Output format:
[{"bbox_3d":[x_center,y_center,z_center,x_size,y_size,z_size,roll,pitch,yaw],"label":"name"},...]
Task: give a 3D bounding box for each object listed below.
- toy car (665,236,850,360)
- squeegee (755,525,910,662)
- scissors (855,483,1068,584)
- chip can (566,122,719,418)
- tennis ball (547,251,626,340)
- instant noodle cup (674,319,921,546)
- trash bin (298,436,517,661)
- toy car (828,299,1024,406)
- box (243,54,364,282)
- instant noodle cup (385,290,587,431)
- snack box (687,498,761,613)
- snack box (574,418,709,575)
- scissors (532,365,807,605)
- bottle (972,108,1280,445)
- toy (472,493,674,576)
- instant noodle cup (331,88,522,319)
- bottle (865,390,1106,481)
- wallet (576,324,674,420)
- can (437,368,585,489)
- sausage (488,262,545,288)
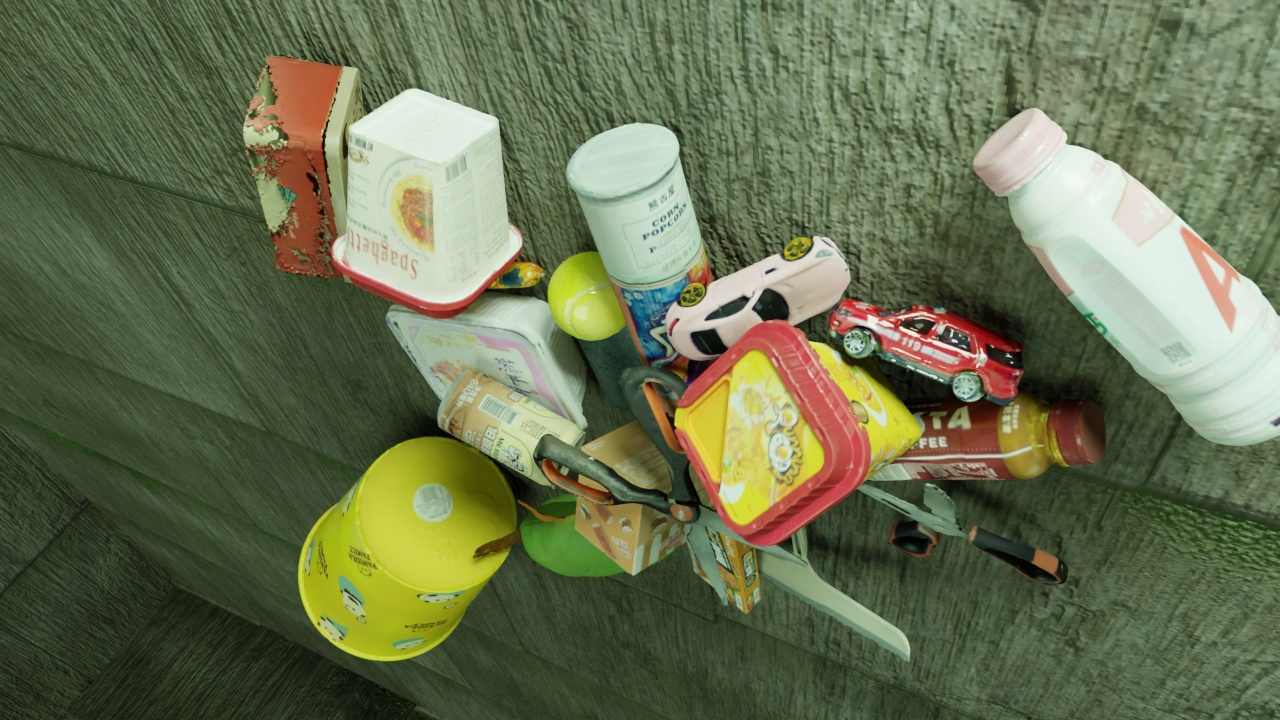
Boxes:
[{"bbox_3d":[0.075,-0.035,0.582,0.122,0.037,0.056,-24,139,14],"label":"toy car"},{"bbox_3d":[0.118,0.117,0.799,0.247,0.039,0.247,21,144,49],"label":"squeegee"},{"bbox_3d":[0.236,0.130,0.692,0.189,0.015,0.227,15,162,11],"label":"scissors"},{"bbox_3d":[0.016,-0.051,0.627,0.071,0.071,0.215,12,143,29],"label":"chip can"},{"bbox_3d":[-0.036,-0.048,0.678,0.065,0.065,0.066,22,146,15],"label":"tennis ball"},{"bbox_3d":[0.106,0.043,0.588,0.116,0.123,0.116,-46,61,36],"label":"instant noodle cup"},{"bbox_3d":[-0.278,0.224,1.115,0.229,0.228,0.256,36,142,-7],"label":"trash bin"},{"bbox_3d":[0.176,-0.011,0.565,0.120,0.052,0.045,20,104,13],"label":"toy car"},{"bbox_3d":[-0.254,-0.139,0.695,0.079,0.091,0.169,6,148,-8],"label":"box"},{"bbox_3d":[-0.126,-0.008,0.814,0.174,0.060,0.138,7,140,31],"label":"instant noodle cup"},{"bbox_3d":[0.076,0.178,0.882,0.075,0.026,0.154,34,152,36],"label":"snack box"},{"bbox_3d":[0.003,0.112,0.795,0.077,0.092,0.094,31,129,35],"label":"snack box"},{"bbox_3d":[0.017,0.097,0.690,0.221,0.021,0.234,10,127,22],"label":"scissors"},{"bbox_3d":[0.247,-0.042,0.453,0.197,0.068,0.068,41,147,-9],"label":"bottle"},{"bbox_3d":[-0.049,0.181,0.964,0.247,0.089,0.226,-17,153,38],"label":"toy"},{"bbox_3d":[-0.151,-0.114,0.655,0.116,0.116,0.124,23,134,13],"label":"instant noodle cup"},{"bbox_3d":[0.212,0.051,0.612,0.175,0.057,0.057,-8,131,45],"label":"bottle"},{"bbox_3d":[-0.005,0.004,0.769,0.097,0.019,0.121,9,140,33],"label":"wallet"},{"bbox_3d":[-0.109,0.057,0.777,0.116,0.058,0.059,28,148,6],"label":"can"},{"bbox_3d":[-0.141,-0.071,0.776,0.165,0.021,0.021,2,137,38],"label":"sausage"}]
